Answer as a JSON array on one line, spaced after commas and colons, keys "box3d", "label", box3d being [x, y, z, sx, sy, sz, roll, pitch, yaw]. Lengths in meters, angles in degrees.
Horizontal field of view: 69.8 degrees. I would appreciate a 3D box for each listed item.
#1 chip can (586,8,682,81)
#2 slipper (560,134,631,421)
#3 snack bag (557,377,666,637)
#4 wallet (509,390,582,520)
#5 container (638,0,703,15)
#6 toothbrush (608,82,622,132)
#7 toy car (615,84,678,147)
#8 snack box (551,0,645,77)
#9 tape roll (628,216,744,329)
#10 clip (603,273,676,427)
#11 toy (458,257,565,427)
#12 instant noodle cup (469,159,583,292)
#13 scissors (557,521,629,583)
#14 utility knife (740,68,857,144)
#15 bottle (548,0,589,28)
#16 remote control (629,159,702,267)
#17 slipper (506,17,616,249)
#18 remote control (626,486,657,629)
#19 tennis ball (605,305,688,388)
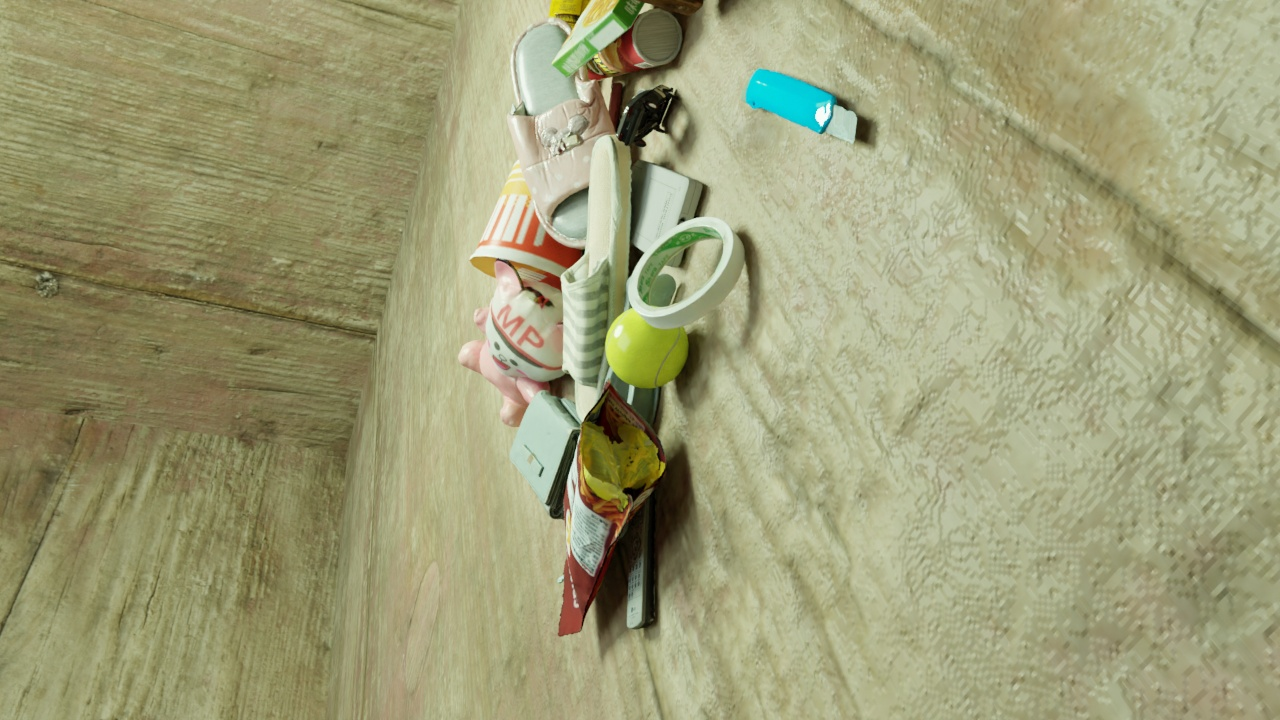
[{"box3d": [-0.019, -0.323, 0.950, 0.215, 0.051, 0.052, -147, 70, -67], "label": "chip can"}, {"box3d": [-0.045, -0.076, 0.865, 0.114, 0.054, 0.272, -160, 74, -76], "label": "slipper"}, {"box3d": [-0.045, 0.123, 0.757, 0.208, 0.066, 0.138, 115, 154, -46], "label": "snack bag"}, {"box3d": [-0.086, 0.094, 0.931, 0.132, 0.054, 0.100, 33, 112, 62], "label": "wallet"}, {"box3d": [0.038, -0.396, 0.695, 0.250, 0.162, 0.183, 174, 101, -65], "label": "container"}, {"box3d": [-0.041, -0.212, 1.000, 0.016, 0.016, 0.189, 173, 106, -69], "label": "toothbrush"}, {"box3d": [0.002, -0.224, 0.832, 0.092, 0.037, 0.040, -52, -12, -55], "label": "toy car"}, {"box3d": [-0.015, -0.368, 0.899, 0.132, 0.027, 0.167, -9, 50, 60], "label": "snack box"}, {"box3d": [0.033, -0.065, 0.679, 0.094, 0.018, 0.093, -26, 42, 25], "label": "tape roll"}, {"box3d": [0.002, 0.006, 0.776, 0.115, 0.028, 0.163, -170, 89, -68], "label": "clip"}, {"box3d": [-0.131, -0.018, 1.028, 0.142, 0.084, 0.214, 52, 147, 13], "label": "toy"}, {"box3d": [-0.113, -0.150, 1.029, 0.124, 0.123, 0.121, -8, 65, 68], "label": "instant noodle cup"}, {"box3d": [-0.046, 0.160, 0.845, 0.175, 0.032, 0.092, -55, 35, 40], "label": "scissors"}, {"box3d": [0.104, -0.172, 0.616, 0.185, 0.015, 0.031, -117, 39, -62], "label": "utility knife"}, {"box3d": [-0.079, -0.406, 1.117, 0.071, 0.071, 0.163, 179, 101, -68], "label": "bottle"}, {"box3d": [0.014, -0.135, 0.820, 0.151, 0.019, 0.074, -134, 57, -64], "label": "remote control"}, {"box3d": [-0.084, -0.242, 0.952, 0.114, 0.054, 0.274, -22, 71, 19], "label": "slipper"}, {"box3d": [0.001, 0.143, 0.728, 0.033, 0.013, 0.136, 134, 142, -58], "label": "remote control"}, {"box3d": [0.005, -0.011, 0.720, 0.065, 0.065, 0.065, -170, 91, -69], "label": "tennis ball"}]
